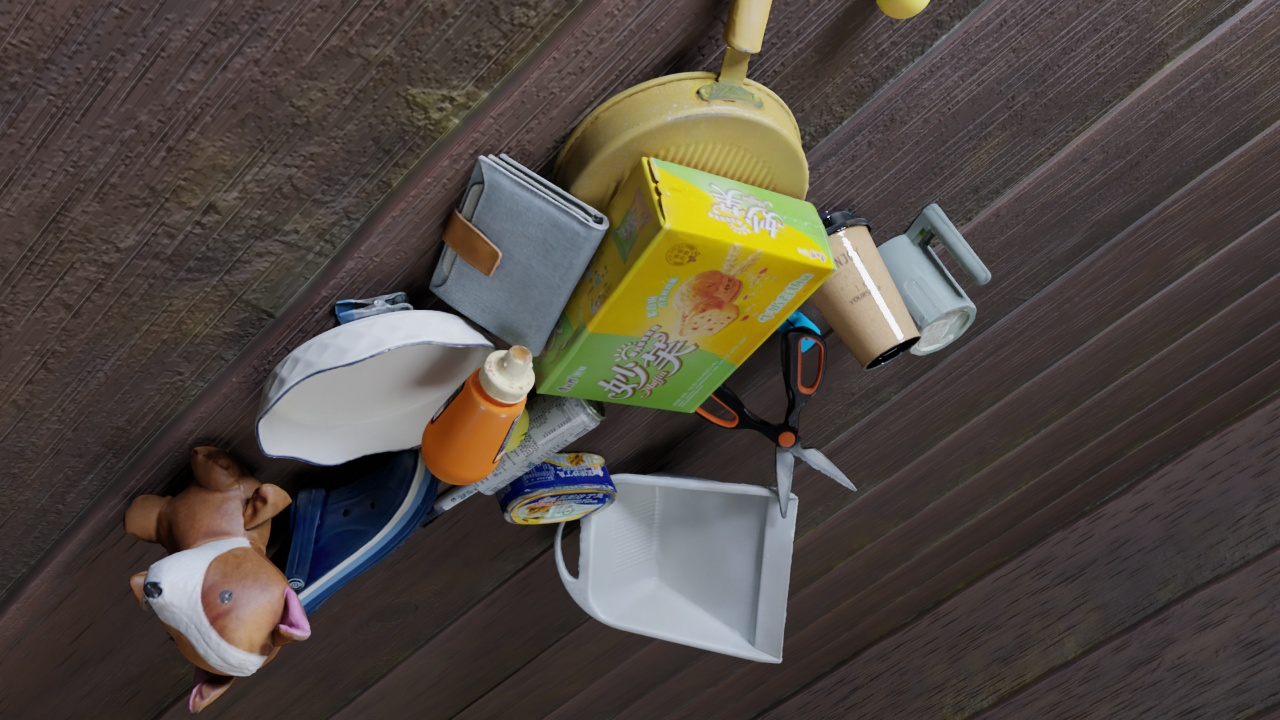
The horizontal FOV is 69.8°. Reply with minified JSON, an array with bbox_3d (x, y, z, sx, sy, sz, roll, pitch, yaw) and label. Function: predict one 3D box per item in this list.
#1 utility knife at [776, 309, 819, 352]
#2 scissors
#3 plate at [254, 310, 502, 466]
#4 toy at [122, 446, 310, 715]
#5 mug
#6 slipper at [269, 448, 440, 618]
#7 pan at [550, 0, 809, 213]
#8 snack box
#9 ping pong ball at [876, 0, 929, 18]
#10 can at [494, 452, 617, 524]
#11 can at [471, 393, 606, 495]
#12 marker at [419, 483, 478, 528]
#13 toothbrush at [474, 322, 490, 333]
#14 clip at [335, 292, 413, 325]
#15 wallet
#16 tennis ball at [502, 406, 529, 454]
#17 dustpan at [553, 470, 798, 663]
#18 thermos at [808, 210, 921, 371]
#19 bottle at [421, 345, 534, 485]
[{"bbox_3d":[0.136,-0.056,0.948,0.034,0.018,0.223,-36,146,15],"label":"utility knife"},{"bbox_3d":[0.149,0.065,1.007,0.232,0.021,0.221,18,110,0],"label":"scissors"},{"bbox_3d":[-0.208,0.022,0.742,0.204,0.045,0.205,-20,161,-8],"label":"plate"},{"bbox_3d":[-0.342,0.168,0.738,0.140,0.199,0.130,-38,151,14],"label":"toy"},{"bbox_3d":[0.296,-0.081,0.950,0.083,0.103,0.124,-6,143,-32],"label":"mug"},{"bbox_3d":[-0.296,0.158,0.865,0.253,0.105,0.095,-41,121,11],"label":"slipper"},{"bbox_3d":[0.055,-0.189,0.652,0.197,0.078,0.359,2,144,-23],"label":"pan"},{"bbox_3d":[0.025,-0.047,0.716,0.157,0.070,0.211,9,141,-31],"label":"snack box"},{"bbox_3d":[0.188,-0.266,0.656,0.040,0.040,0.040,-20,148,-13],"label":"ping pong ball"},{"bbox_3d":[-0.096,0.144,1.033,0.148,0.049,0.075,3,137,-40],"label":"can"},{"bbox_3d":[-0.108,0.073,0.910,0.147,0.058,0.058,-34,148,10],"label":"can"},{"bbox_3d":[-0.190,0.142,0.987,0.131,0.018,0.022,-32,134,8],"label":"marker"},{"bbox_3d":[-0.142,-0.024,0.781,0.185,0.017,0.012,-12,155,-23],"label":"toothbrush"},{"bbox_3d":[-0.206,-0.038,0.711,0.057,0.036,0.026,-14,144,-21],"label":"clip"},{"bbox_3d":[-0.096,-0.075,0.675,0.130,0.106,0.036,-58,-178,36],"label":"wallet"},{"bbox_3d":[-0.137,0.056,0.856,0.065,0.065,0.066,-20,148,-13],"label":"tennis ball"},{"bbox_3d":[0.032,0.242,1.099,0.142,0.258,0.223,-13,111,-46],"label":"dustpan"},{"bbox_3d":[0.203,-0.066,0.876,0.093,0.143,0.093,-25,162,-9],"label":"thermos"},{"bbox_3d":[-0.123,0.039,0.728,0.066,0.066,0.150,0,143,-37],"label":"bottle"}]
